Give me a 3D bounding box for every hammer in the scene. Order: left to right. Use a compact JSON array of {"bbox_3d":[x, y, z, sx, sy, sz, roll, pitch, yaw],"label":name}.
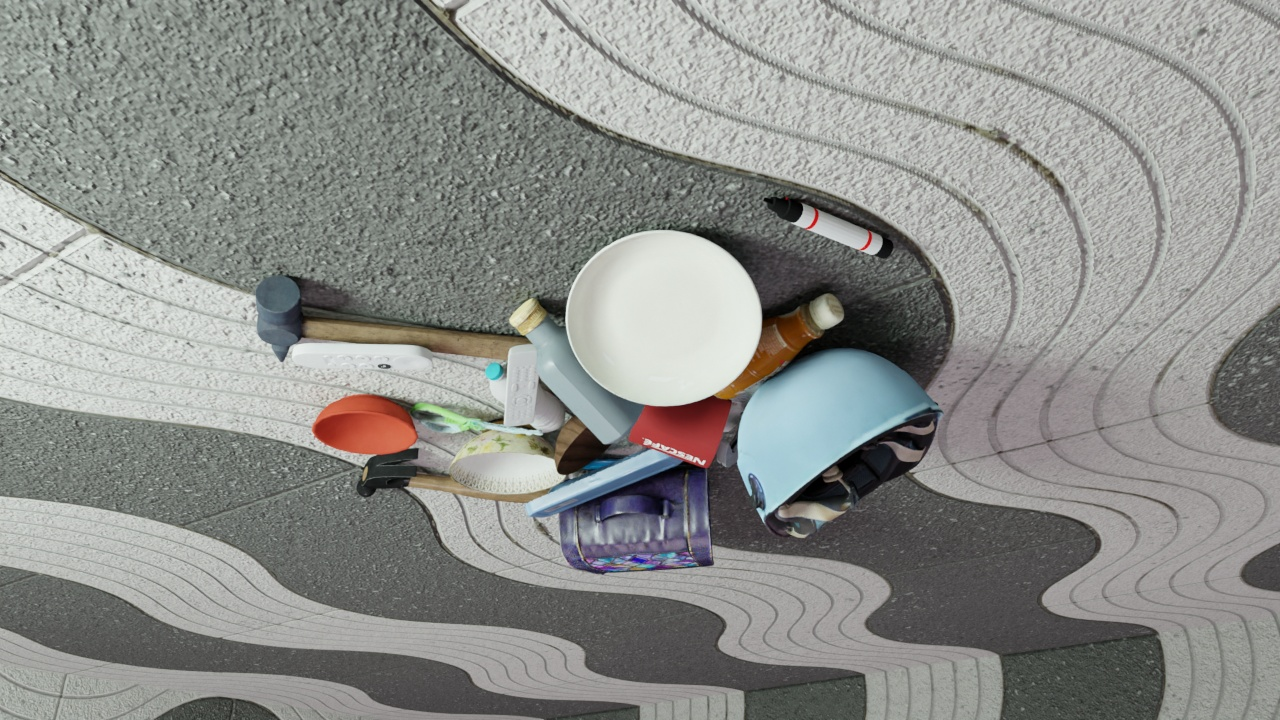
[{"bbox_3d":[-0.222,-0.021,0.945,0.321,0.040,0.130,6,154,-16],"label":"hammer"},{"bbox_3d":[-0.235,0.179,1.300,0.305,0.040,0.133,11,151,-24],"label":"hammer"}]

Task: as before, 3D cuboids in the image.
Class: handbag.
[{"bbox_3d":[0.004,0.223,1.284,0.205,0.125,0.222,-6,158,11],"label":"handbag"}]

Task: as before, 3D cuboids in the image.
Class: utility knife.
[{"bbox_3d":[-0.003,0.146,1.275,0.198,0.015,0.031,5,153,-13],"label":"utility knife"}]

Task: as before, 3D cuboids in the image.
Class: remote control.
[{"bbox_3d":[-0.278,-0.004,0.921,0.136,0.013,0.043,1,159,-7],"label":"remote control"},{"bbox_3d":[-0.127,0.028,0.981,0.033,0.012,0.131,-7,143,-16],"label":"remote control"},{"bbox_3d":[0.105,0.046,1.095,0.060,0.025,0.139,8,147,-18],"label":"remote control"}]

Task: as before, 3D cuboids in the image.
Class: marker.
[{"bbox_3d":[0.165,-0.119,0.811,0.145,0.019,0.019,15,146,-29],"label":"marker"}]

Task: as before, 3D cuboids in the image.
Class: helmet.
[{"bbox_3d":[0.200,0.079,0.994,0.225,0.166,0.266,-30,163,-8],"label":"helmet"}]

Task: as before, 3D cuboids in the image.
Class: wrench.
[{"bbox_3d":[0.155,0.119,1.177,0.018,0.083,0.273,28,174,28],"label":"wrench"}]

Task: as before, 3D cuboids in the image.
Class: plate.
[{"bbox_3d":[0.022,-0.042,0.866,0.182,0.034,0.183,1,119,2],"label":"plate"}]

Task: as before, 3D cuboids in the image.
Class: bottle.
[{"bbox_3d":[-0.133,0.040,1.047,0.044,0.044,0.136,-14,149,19],"label":"bottle"},{"bbox_3d":[-0.066,0.006,0.926,0.046,0.072,0.161,-28,112,41],"label":"bottle"},{"bbox_3d":[0.136,-0.017,0.952,0.059,0.059,0.168,22,140,-36],"label":"bottle"}]

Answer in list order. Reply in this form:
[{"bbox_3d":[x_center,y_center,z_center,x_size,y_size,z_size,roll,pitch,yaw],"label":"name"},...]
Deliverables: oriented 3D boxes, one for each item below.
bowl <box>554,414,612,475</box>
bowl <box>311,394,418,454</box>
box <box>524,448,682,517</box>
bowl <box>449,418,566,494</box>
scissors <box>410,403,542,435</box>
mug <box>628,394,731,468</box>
[{"bbox_3d":[-0.064,0.085,1.109,0.119,0.032,0.119,-38,160,-17],"label":"bowl"},{"bbox_3d":[-0.328,0.073,1.101,0.122,0.035,0.122,-2,151,-1],"label":"bowl"},{"bbox_3d":[-0.039,0.152,1.176,0.209,0.039,0.126,-23,177,14],"label":"box"},{"bbox_3d":[-0.166,0.116,1.160,0.145,0.063,0.145,-2,151,-1],"label":"bowl"},{"bbox_3d":[-0.195,0.078,1.097,0.174,0.033,0.065,3,145,16],"label":"scissors"},{"bbox_3d":[0.044,0.074,1.061,0.096,0.080,0.116,19,159,2],"label":"mug"}]
